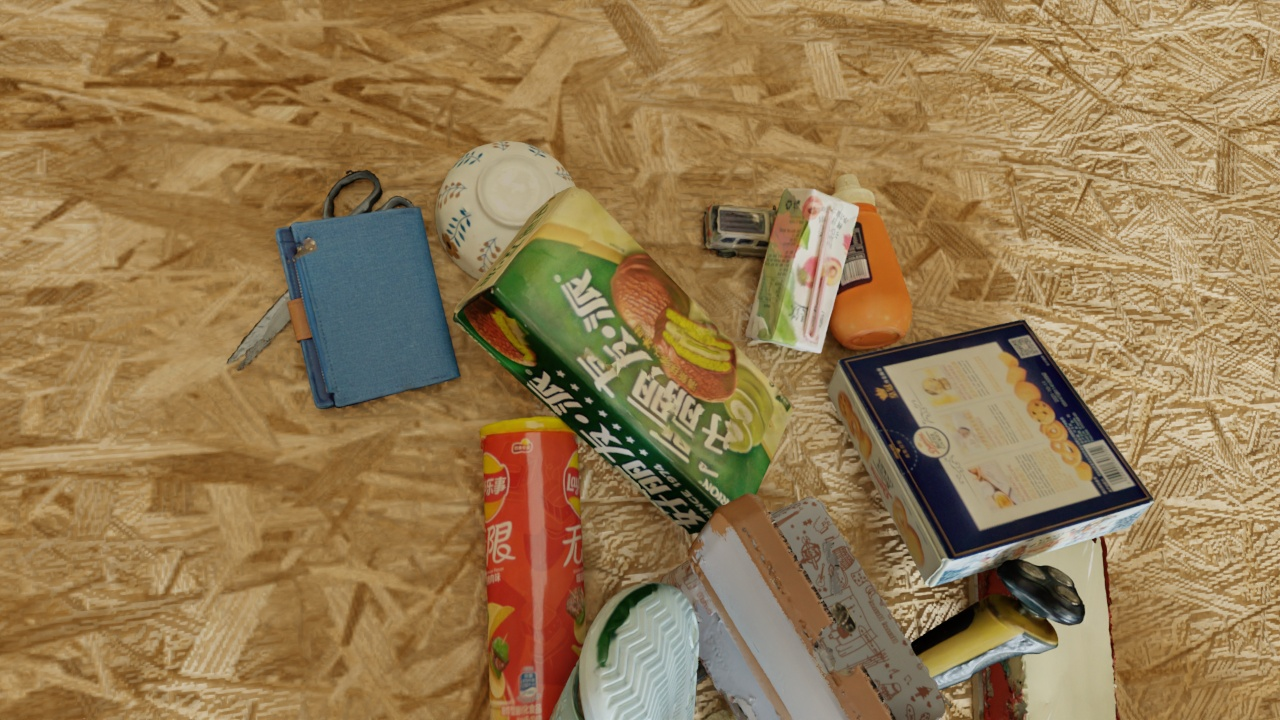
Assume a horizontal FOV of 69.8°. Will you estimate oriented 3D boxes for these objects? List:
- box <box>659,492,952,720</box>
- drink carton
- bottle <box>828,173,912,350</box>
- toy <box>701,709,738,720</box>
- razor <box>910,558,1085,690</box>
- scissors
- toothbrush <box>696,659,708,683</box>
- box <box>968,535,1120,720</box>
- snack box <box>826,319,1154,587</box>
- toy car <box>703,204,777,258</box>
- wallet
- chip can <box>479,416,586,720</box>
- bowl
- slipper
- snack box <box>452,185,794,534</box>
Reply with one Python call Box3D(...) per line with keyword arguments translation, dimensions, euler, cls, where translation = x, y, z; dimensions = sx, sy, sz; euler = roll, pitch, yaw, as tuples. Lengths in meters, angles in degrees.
Box3D(translation=(0.097, 0.179, 0.560), dimensions=(0.126, 0.273, 0.179), euler=(-33, 74, 6), cls="box")
Box3D(translation=(0.128, -0.070, 0.721), dimensions=(0.053, 0.045, 0.122), euler=(14, 91, -29), cls="drink carton")
Box3D(translation=(0.179, -0.086, 0.753), dimensions=(0.066, 0.067, 0.149), euler=(0, 70, -13), cls="bottle")
Box3D(translation=(0.091, 0.304, 0.633), dimensions=(0.105, 0.066, 0.157), euler=(-23, 98, -2), cls="toy")
Box3D(translation=(0.237, 0.201, 0.668), dimensions=(0.168, 0.062, 0.067), euler=(-38, 93, 21), cls="razor")
Box3D(translation=(-0.229, -0.059, 0.674), dimensions=(0.135, 0.014, 0.174), euler=(5, 77, -11), cls="scissors")
Box3D(translation=(-0.026, 0.263, 0.649), dimensions=(0.189, 0.016, 0.014), euler=(-27, 80, -16), cls="toothbrush")
Box3D(translation=(0.311, 0.210, 0.706), dimensions=(0.091, 0.080, 0.168), euler=(5, 76, -12), cls="box")
Box3D(translation=(0.263, 0.063, 0.711), dimensions=(0.182, 0.046, 0.177), euler=(-12, 56, -15), cls="snack box")
Box3D(translation=(0.097, -0.106, 0.749), dimensions=(0.090, 0.035, 0.042), euler=(4, 79, -15), cls="toy car")
Box3D(translation=(-0.195, -0.038, 0.659), dimensions=(0.106, 0.040, 0.133), euler=(-14, 89, -22), cls="wallet")
Box3D(translation=(-0.073, 0.150, 0.634), dimensions=(0.073, 0.073, 0.216), euler=(0, 79, -13), cls="chip can")
Box3D(translation=(-0.097, -0.117, 0.692), dimensions=(0.113, 0.062, 0.113), euler=(2, 78, -11), cls="bowl")
Box3D(translation=(-0.012, 0.221, 0.567), dimensions=(0.074, 0.246, 0.103), euler=(15, 44, 19), cls="slipper")
Box3D(translation=(-0.004, 0.004, 0.641), dimensions=(0.240, 0.063, 0.114), euler=(45, 52, -17), cls="snack box")
